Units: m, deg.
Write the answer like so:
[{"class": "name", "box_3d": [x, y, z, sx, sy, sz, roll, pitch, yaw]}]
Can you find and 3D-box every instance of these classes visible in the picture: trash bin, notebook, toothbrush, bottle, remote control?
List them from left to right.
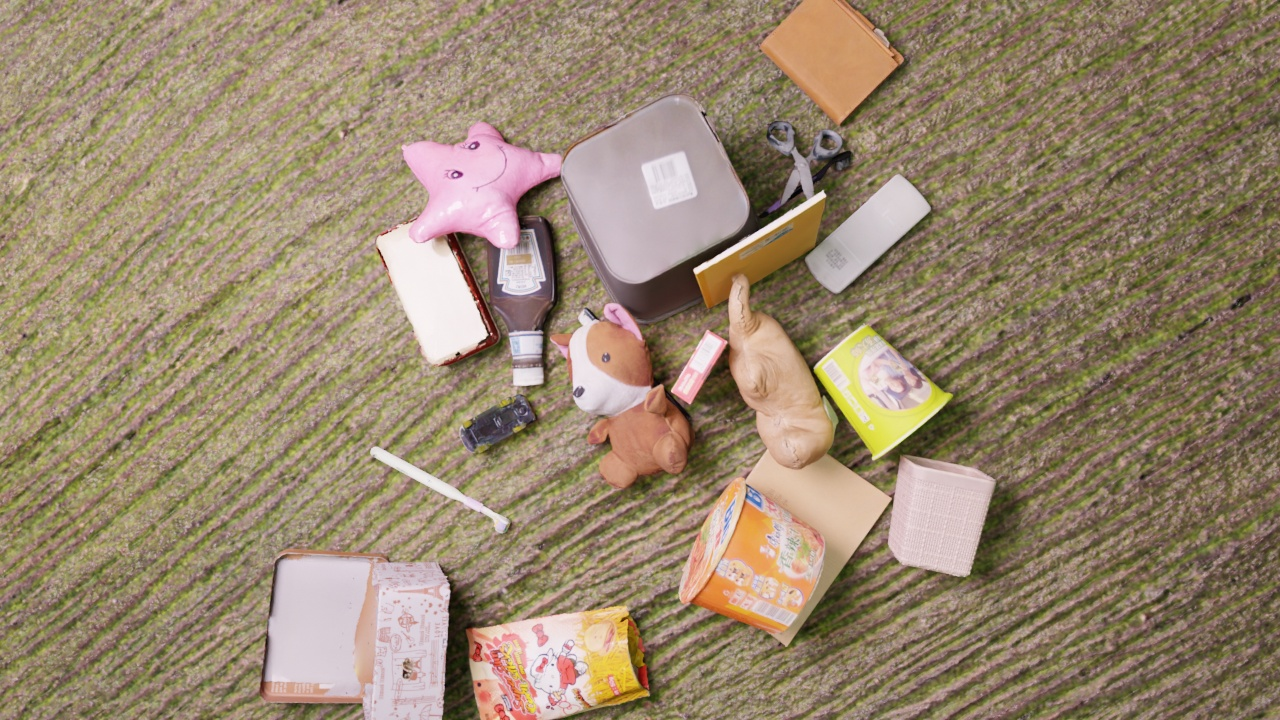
[{"class": "toothbrush", "box_3d": [-0.240, 0.152, 1.091, 0.189, 0.029, 0.020, 29, 50, 5]}, {"class": "bottle", "box_3d": [-0.136, -0.069, 1.071, 0.080, 0.044, 0.195, -3, 91, 7]}, {"class": "toothbrush", "box_3d": [-0.006, 0.006, 1.076, 0.181, 0.015, 0.018, 45, 99, 3]}, {"class": "trash bin", "box_3d": [0.023, -0.162, 0.972, 0.199, 0.219, 0.199, -27, 87, 3]}, {"class": "notebook", "box_3d": [0.127, -0.109, 0.971, 0.146, 0.206, 0.010, -30, 81, 4]}, {"class": "notebook", "box_3d": [0.168, 0.203, 1.067, 0.149, 0.012, 0.211, 35, 93, 5]}, {"class": "toothbrush", "box_3d": [0.184, -0.192, 1.007, 0.014, 0.188, 0.017, 9, 126, 42]}, {"class": "remote control", "box_3d": [0.259, -0.144, 1.053, 0.150, 0.021, 0.058, -42, 88, 3]}]

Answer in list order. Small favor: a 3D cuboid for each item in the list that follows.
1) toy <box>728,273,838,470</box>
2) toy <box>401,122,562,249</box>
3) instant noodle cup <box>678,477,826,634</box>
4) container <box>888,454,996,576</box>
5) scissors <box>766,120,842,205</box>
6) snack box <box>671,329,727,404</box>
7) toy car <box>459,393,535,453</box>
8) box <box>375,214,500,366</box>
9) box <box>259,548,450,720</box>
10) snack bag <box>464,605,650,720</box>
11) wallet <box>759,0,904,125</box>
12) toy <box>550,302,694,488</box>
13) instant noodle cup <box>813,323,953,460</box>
[{"class": "toy", "box_3d": [0.142, 0.009, 0.999, 0.083, 0.143, 0.226, -24, 100, 15]}, {"class": "toy", "box_3d": [-0.196, -0.198, 1.034, 0.178, 0.075, 0.194, 23, 58, 7]}, {"class": "instant noodle cup", "box_3d": [0.124, 0.218, 0.998, 0.111, 0.151, 0.151, 27, 92, -2]}, {"class": "container", "box_3d": [0.328, 0.171, 1.017, 0.090, 0.090, 0.111, 11, 94, 4]}, {"class": "scissors", "box_3d": [0.181, -0.217, 1.008, 0.165, 0.014, 0.163, -19, 49, -27]}, {"class": "snack box", "box_3d": [0.065, 0.008, 1.001, 0.025, 0.153, 0.075, 32, 92, 4]}, {"class": "toy car", "box_3d": [-0.168, 0.075, 1.077, 0.090, 0.035, 0.042, -29, 87, 4]}, {"class": "box", "box_3d": [-0.237, -0.081, 1.061, 0.091, 0.077, 0.168, -25, 88, 3]}, {"class": "box", "box_3d": [-0.318, 0.318, 1.024, 0.205, 0.158, 0.181, 7, 91, -15]}, {"class": "snack bag", "box_3d": [-0.099, 0.356, 1.067, 0.208, 0.073, 0.128, -14, 90, 11]}, {"class": "wallet", "box_3d": [0.220, -0.353, 1.050, 0.132, 0.031, 0.108, 45, 96, 2]}, {"class": "toy", "box_3d": [-0.025, 0.041, 1.022, 0.140, 0.130, 0.199, -22, 89, 35]}, {"class": "instant noodle cup", "box_3d": [0.261, 0.028, 1.016, 0.112, 0.111, 0.123, -40, 79, 3]}]
